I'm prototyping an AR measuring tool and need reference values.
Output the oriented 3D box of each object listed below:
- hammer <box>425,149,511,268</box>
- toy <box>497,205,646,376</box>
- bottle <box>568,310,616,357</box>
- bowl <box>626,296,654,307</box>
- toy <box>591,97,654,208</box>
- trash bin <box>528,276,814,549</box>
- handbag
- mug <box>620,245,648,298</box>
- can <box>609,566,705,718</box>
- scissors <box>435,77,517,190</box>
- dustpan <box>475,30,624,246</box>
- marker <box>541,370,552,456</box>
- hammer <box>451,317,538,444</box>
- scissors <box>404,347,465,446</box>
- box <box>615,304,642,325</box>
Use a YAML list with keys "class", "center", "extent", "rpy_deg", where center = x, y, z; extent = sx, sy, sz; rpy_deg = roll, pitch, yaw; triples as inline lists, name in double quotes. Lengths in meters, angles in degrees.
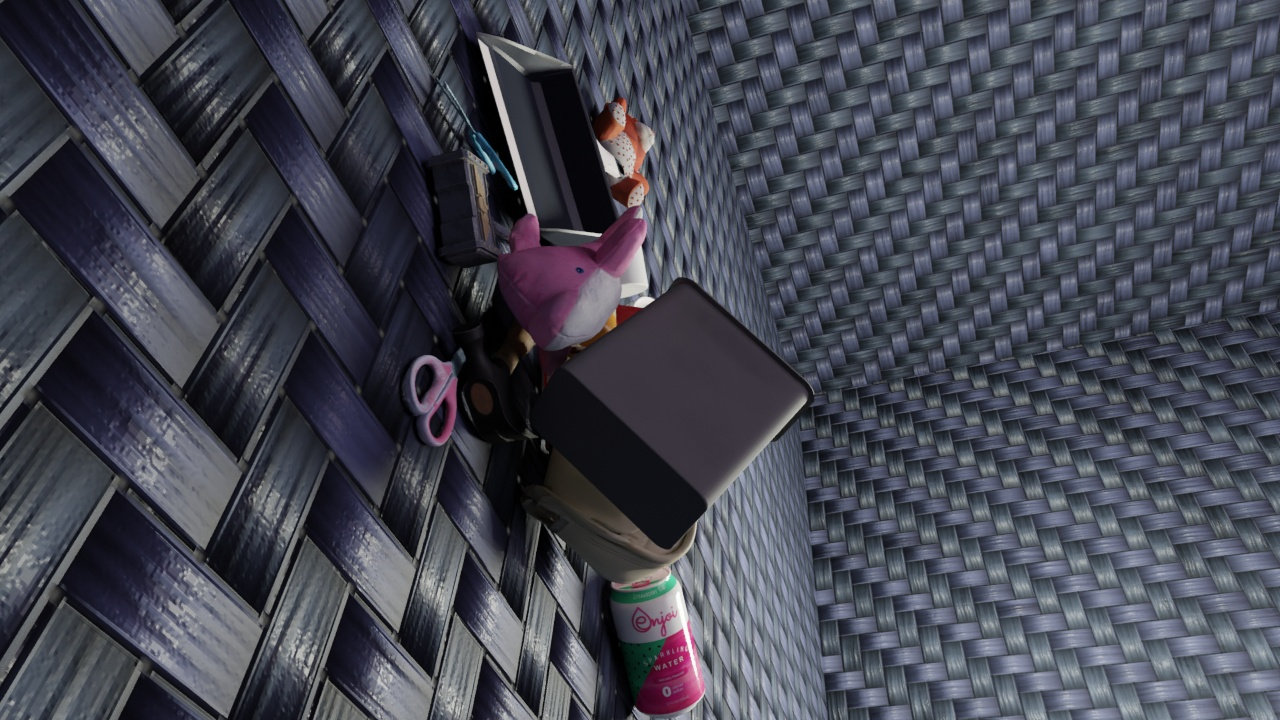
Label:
- class: "hammer"
  center: [-0.134, -0.129, 0.985]
  extent: [0.322, 0.044, 0.098]
  rpy_deg: [21, 59, -76]
- class: "toy"
  center: [-0.077, -0.087, 0.906]
  extent: [0.128, 0.187, 0.265]
  rpy_deg: [36, 20, -4]
- class: "bottle"
  center: [-0.064, -0.075, 1.117]
  extent: [0.156, 0.068, 0.068]
  rpy_deg: [-93, 164, -44]
- class: "bowl"
  center: [0.003, -0.038, 1.365]
  extent: [0.105, 0.054, 0.104]
  rpy_deg: [32, 47, -41]
- class: "toy"
  center: [-0.027, -0.332, 1.434]
  extent: [0.172, 0.093, 0.164]
  rpy_deg: [-77, 150, -61]
- class: "trash bin"
  center: [0.035, 0.043, 0.895]
  extent: [0.192, 0.098, 0.219]
  rpy_deg: [43, 42, 9]
- class: "handbag"
  center: [-0.018, 0.096, 0.959]
  extent: [0.184, 0.132, 0.228]
  rpy_deg: [27, 48, -22]
- class: "mug"
  center: [-0.038, -0.133, 1.240]
  extent: [0.121, 0.091, 0.090]
  rpy_deg: [13, 66, -73]
- class: "can"
  center: [0.019, 0.337, 1.104]
  extent: [0.088, 0.088, 0.166]
  rpy_deg: [-40, 118, -73]
- class: "scissors"
  center: [-0.165, -0.224, 0.926]
  extent: [0.136, 0.015, 0.126]
  rpy_deg: [59, -7, -3]
- class: "dustpan"
  center: [-0.085, -0.253, 1.113]
  extent: [0.273, 0.080, 0.236]
  rpy_deg: [17, 56, -79]
- class: "marker"
  center: [-0.100, 0.040, 1.016]
  extent: [0.019, 0.019, 0.145]
  rpy_deg: [53, 29, -59]
- class: "hammer"
  center: [-0.120, -0.022, 0.947]
  extent: [0.304, 0.040, 0.132]
  rpy_deg: [-72, 151, -66]
- class: "scissors"
  center: [-0.166, 0.008, 0.802]
  extent: [0.173, 0.017, 0.077]
  rpy_deg: [-73, 149, -61]
- class: "box"
  center: [-0.005, 0.005, 1.146]
  extent: [0.087, 0.129, 0.158]
  rpy_deg: [103, -9, -48]
